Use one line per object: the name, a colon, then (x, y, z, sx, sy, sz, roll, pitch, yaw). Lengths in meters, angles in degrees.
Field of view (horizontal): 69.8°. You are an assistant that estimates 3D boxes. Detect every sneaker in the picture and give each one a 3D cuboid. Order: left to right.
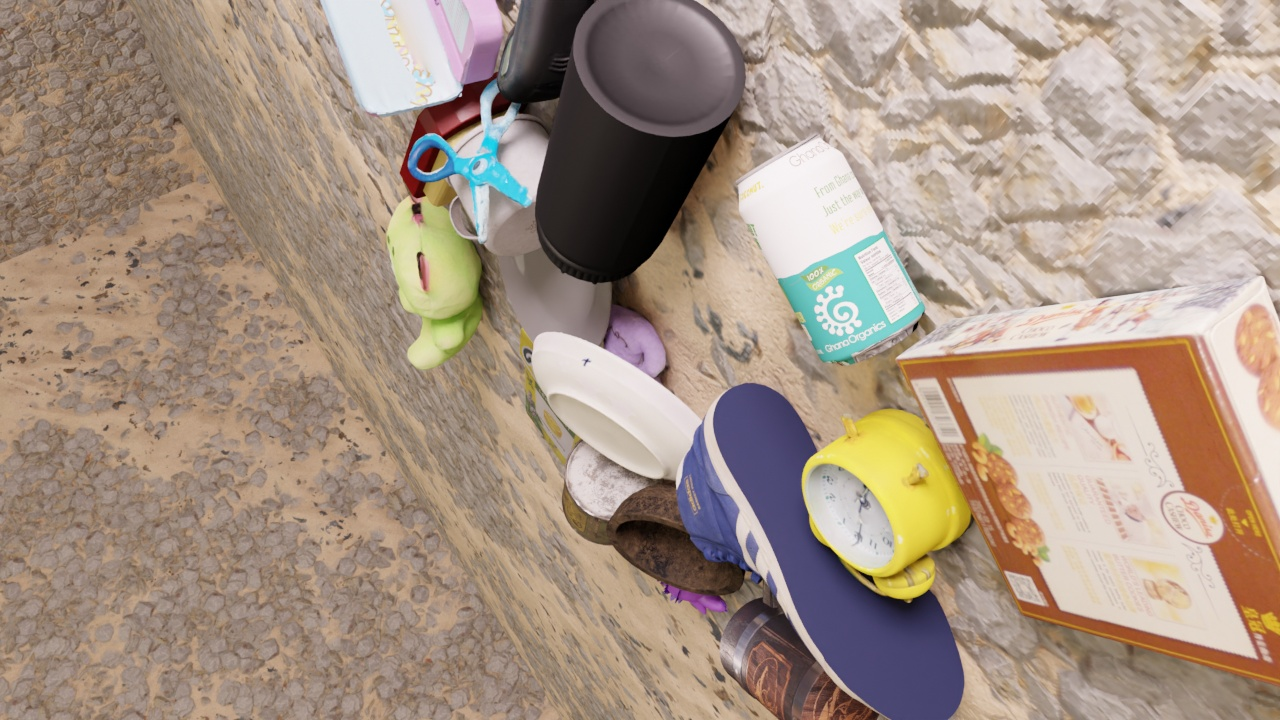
sneaker: (0.099, 0.137, 0.608, 0.233, 0.091, 0.119, 56, 154, 9)

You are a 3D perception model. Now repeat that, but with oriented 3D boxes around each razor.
razor: (-0.056, -0.215, 0.550, 0.067, 0.053, 0.152, 63, 156, 25)

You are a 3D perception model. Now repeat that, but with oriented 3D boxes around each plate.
plate: (-0.071, -0.083, 0.748, 0.178, 0.012, 0.179, 29, 127, 48)
plate: (-0.019, 0.048, 0.736, 0.182, 0.034, 0.182, 31, 161, 12)

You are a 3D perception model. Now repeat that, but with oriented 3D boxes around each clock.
clock: (0.133, 0.083, 0.509, 0.083, 0.057, 0.119, 39, 145, 39)

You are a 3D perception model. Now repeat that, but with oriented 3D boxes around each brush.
brush: (-0.140, -0.169, 0.734, 0.042, 0.082, 0.174, 60, 158, -3)

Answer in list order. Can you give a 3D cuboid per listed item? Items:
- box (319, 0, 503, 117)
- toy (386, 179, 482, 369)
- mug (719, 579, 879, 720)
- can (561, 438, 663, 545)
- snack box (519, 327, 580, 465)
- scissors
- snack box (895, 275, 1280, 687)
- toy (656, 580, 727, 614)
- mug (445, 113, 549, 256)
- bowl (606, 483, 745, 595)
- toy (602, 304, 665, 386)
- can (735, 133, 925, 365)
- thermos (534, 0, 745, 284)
box: (-0.172, -0.278, 0.600, 0.214, 0.091, 0.090, 69, 159, 5)
toy: (-0.221, -0.090, 1.000, 0.197, 0.107, 0.150, 118, 142, -55)
mug: (0.123, 0.222, 0.706, 0.107, 0.079, 0.116, 21, 109, 58)
can: (-0.027, 0.119, 0.857, 0.090, 0.089, 0.075, 51, 157, 19)
snack box: (-0.076, 0.048, 0.929, 0.121, 0.045, 0.181, 51, 157, 19)
scissors: (-0.116, -0.126, 0.613, 0.013, 0.118, 0.139, 38, -141, -54)
snack box: (0.190, 0.047, 0.365, 0.143, 0.041, 0.147, 62, 158, -9)
toy: (0.041, 0.198, 0.857, 0.106, 0.055, 0.088, 48, 160, 22)
mug: (-0.100, -0.119, 0.678, 0.113, 0.084, 0.070, -42, 70, 37)
bowl: (0.038, 0.141, 0.773, 0.121, 0.056, 0.121, 19, 145, 13)
toy: (-0.004, 0.004, 0.733, 0.080, 0.036, 0.100, 29, 143, 43)
can: (0.089, -0.051, 0.435, 0.101, 0.054, 0.055, 60, 158, -4)
thermos: (-0.013, -0.112, 0.532, 0.086, 0.086, 0.199, 55, 158, 9)
